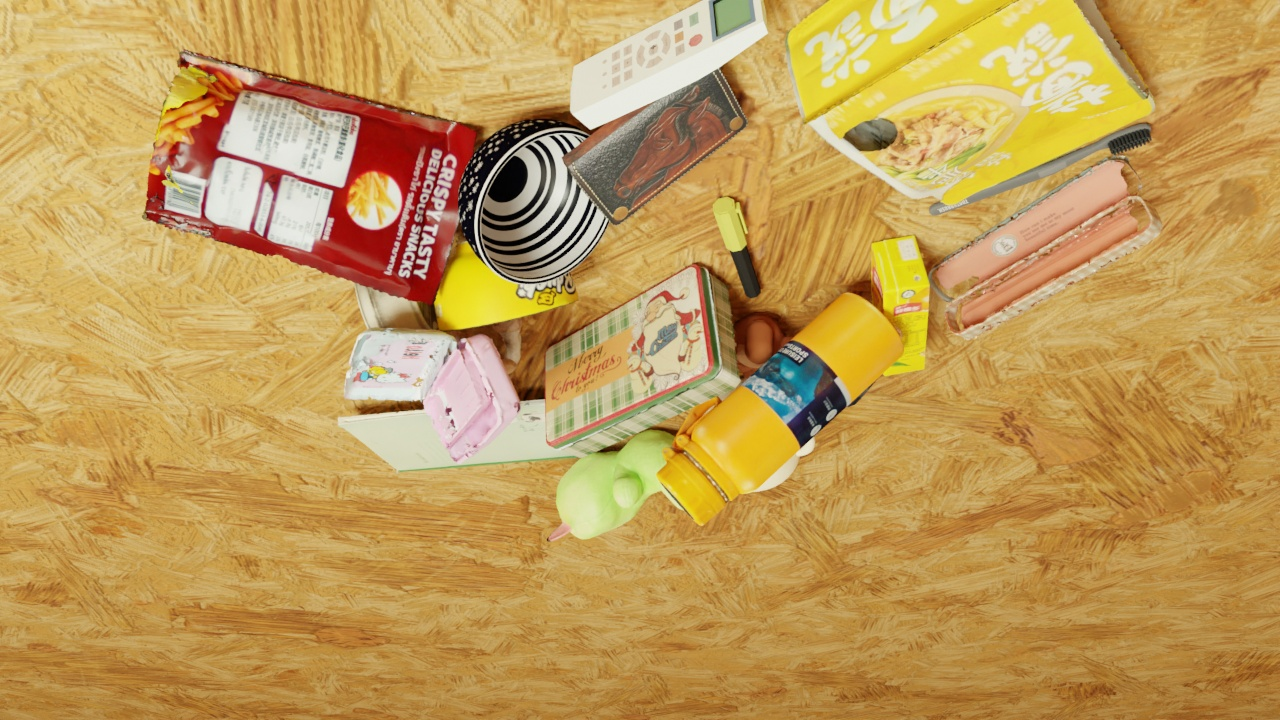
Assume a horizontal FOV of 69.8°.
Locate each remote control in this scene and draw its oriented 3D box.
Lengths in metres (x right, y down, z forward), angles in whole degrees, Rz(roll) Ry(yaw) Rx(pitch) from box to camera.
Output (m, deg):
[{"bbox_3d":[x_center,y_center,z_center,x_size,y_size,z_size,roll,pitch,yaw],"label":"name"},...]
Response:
[{"bbox_3d":[0.017,-0.196,0.599,0.144,0.049,0.024,-19,142,24],"label":"remote control"}]

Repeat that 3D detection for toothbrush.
[{"bbox_3d":[0.309,-0.147,0.720,0.168,0.013,0.013,-18,143,28],"label":"toothbrush"}]

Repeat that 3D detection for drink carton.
[{"bbox_3d":[0.234,-0.047,0.826,0.043,0.058,0.135,-10,145,9],"label":"drink carton"}]

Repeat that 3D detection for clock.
[{"bbox_3d":[-0.201,-0.067,0.753,0.054,0.092,0.141,-12,147,4],"label":"clock"}]

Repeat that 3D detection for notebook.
[{"bbox_3d":[-0.186,0.088,1.040,0.253,0.010,0.182,-5,156,6],"label":"notebook"}]

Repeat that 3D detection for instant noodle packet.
[{"bbox_3d":[0.230,-0.179,0.618,0.163,0.084,0.221,-28,145,37],"label":"instant noodle packet"}]

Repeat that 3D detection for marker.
[{"bbox_3d":[0.086,-0.094,0.786,0.021,0.017,0.124,-10,147,14],"label":"marker"}]

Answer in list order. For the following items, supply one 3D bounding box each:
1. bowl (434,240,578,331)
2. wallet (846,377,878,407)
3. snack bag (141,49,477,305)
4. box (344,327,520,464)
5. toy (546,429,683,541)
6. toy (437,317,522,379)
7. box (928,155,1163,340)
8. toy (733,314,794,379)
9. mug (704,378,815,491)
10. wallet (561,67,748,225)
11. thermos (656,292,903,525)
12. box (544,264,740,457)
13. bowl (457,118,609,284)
[{"bbox_3d":[-0.115,-0.069,0.754,0.117,0.067,0.117,-12,-171,2],"label":"bowl"},{"bbox_3d":[0.198,0.011,0.942,0.089,0.026,0.115,7,146,-9],"label":"wallet"},{"bbox_3d":[-0.230,-0.127,0.652,0.207,0.066,0.139,14,101,-16],"label":"snack bag"},{"bbox_3d":[-0.175,0.021,0.784,0.146,0.077,0.202,36,154,-8],"label":"box"},{"bbox_3d":[-0.023,0.143,1.067,0.197,0.107,0.150,-15,-173,18],"label":"toy"},{"bbox_3d":[-0.148,0.002,0.892,0.085,0.074,0.106,-14,151,-5],"label":"toy"},{"bbox_3d":[0.326,-0.089,0.756,0.041,0.082,0.187,12,144,-38],"label":"box"},{"bbox_3d":[0.124,0.007,0.890,0.095,0.065,0.127,1,147,40],"label":"toy"},{"bbox_3d":[0.120,0.071,0.960,0.120,0.096,0.100,-4,134,31],"label":"mug"},{"bbox_3d":[0.011,-0.154,0.646,0.123,0.019,0.072,-36,143,7],"label":"wallet"},{"bbox_3d":[0.115,0.042,0.799,0.232,0.091,0.076,-42,110,-7],"label":"thermos"},{"bbox_3d":[-0.005,0.005,0.846,0.206,0.117,0.051,-26,141,35],"label":"box"},{"bbox_3d":[-0.085,-0.124,0.676,0.120,0.066,0.120,-25,135,-28],"label":"bowl"}]
